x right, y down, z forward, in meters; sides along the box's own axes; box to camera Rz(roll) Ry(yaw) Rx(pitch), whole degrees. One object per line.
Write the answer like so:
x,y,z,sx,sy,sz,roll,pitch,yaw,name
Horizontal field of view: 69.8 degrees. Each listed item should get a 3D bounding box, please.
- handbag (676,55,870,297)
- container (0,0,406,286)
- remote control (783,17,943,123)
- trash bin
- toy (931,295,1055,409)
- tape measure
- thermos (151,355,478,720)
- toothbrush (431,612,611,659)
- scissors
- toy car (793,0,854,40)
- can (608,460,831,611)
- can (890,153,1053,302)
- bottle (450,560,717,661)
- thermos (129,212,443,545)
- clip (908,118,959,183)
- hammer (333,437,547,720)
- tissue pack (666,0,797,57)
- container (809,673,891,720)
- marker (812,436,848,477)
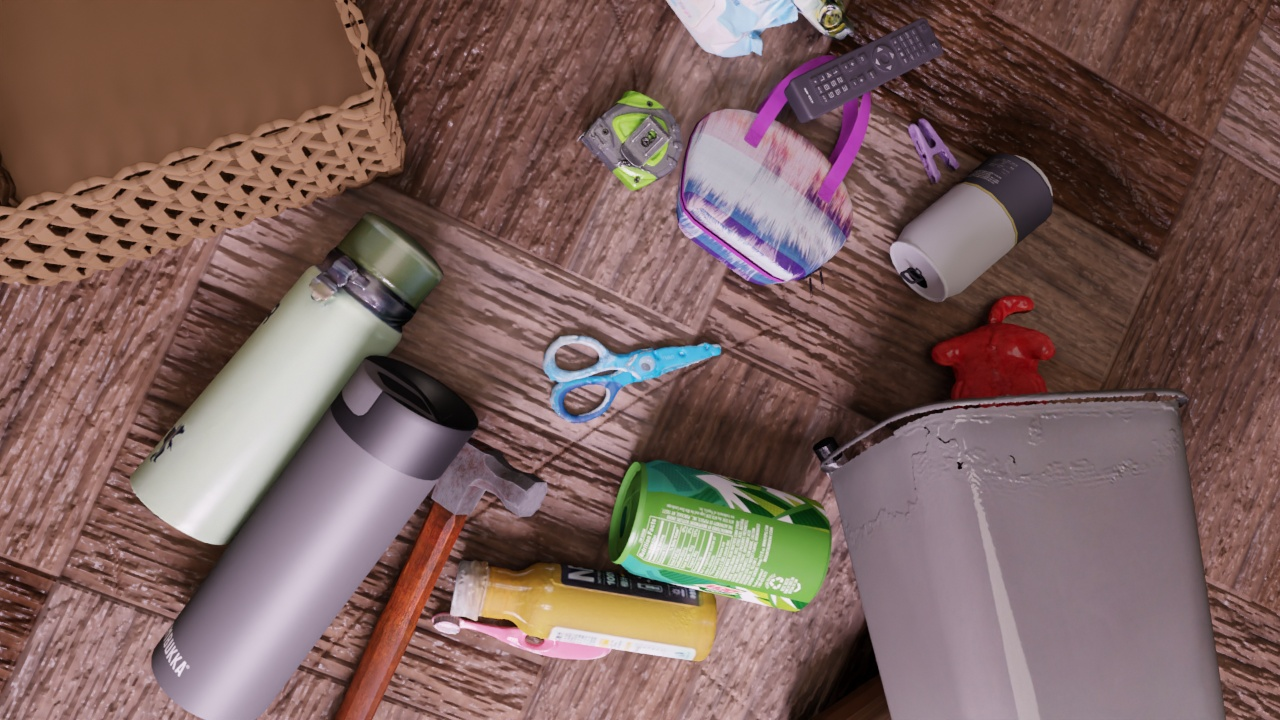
0.110,-0.147,0.673,0.144,0.068,0.169,35,80,-10,handbag
-0.290,-0.186,0.508,0.251,0.214,0.219,-21,97,-9,container
0.163,-0.210,0.662,0.136,0.015,0.032,-30,91,-22,remote control
0.244,0.152,0.587,0.197,0.198,0.219,-2,72,-9,trash bin
0.279,0.014,0.721,0.088,0.094,0.132,3,65,27,toy
-0.001,-0.158,0.658,0.065,0.036,0.058,41,84,-10,tape measure
-0.208,0.112,0.588,0.082,0.082,0.240,36,96,-11,thermos
-0.086,0.202,0.672,0.135,0.016,0.021,13,95,-11,toothbrush
-0.004,0.004,0.681,0.134,0.015,0.066,-12,95,-12,scissors
0.114,-0.273,0.670,0.105,0.047,0.033,45,117,-9,toy car
0.056,0.125,0.661,0.144,0.083,0.083,16,90,-12,can
0.246,-0.097,0.695,0.127,0.064,0.064,-39,99,-7,can
-0.041,0.176,0.660,0.186,0.053,0.053,11,91,-9,bottle
-0.225,0.007,0.600,0.082,0.082,0.231,40,86,-11,thermos
0.232,-0.165,0.716,0.041,0.014,0.052,-13,98,-10,clip
-0.172,0.190,0.630,0.111,0.028,0.301,28,96,26,hammer
0.038,-0.290,0.619,0.070,0.112,0.182,-39,100,-9,tissue pack
0.212,0.286,0.684,0.167,0.132,0.132,-34,99,-13,container
0.179,0.125,0.718,0.019,0.019,0.145,-33,99,-8,marker
